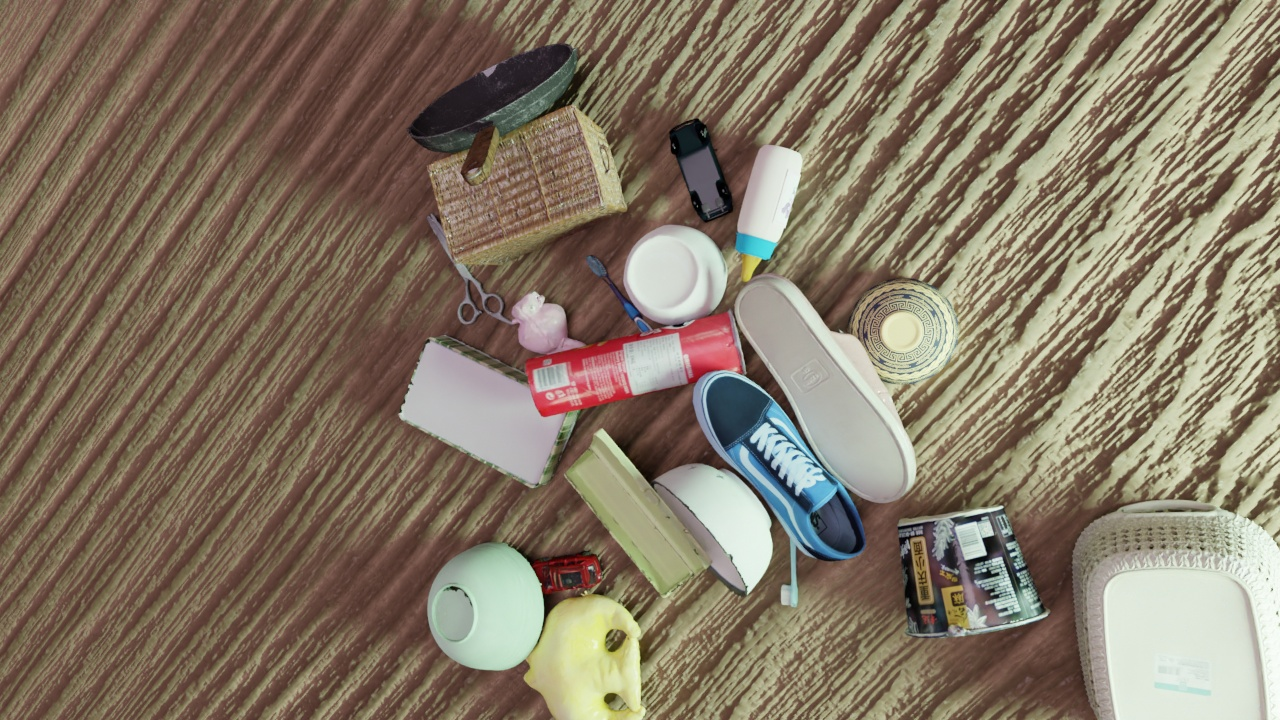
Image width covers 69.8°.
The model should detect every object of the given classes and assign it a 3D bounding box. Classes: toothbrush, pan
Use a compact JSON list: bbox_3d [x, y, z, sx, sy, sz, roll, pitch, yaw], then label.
[{"bbox_3d":[0.165,0.182,1.009,0.017,0.016,0.180,2,93,25],"label":"toothbrush"},{"bbox_3d":[-0.154,-0.245,0.949,0.208,0.356,0.040,-22,123,10],"label":"pan"},{"bbox_3d":[-0.005,-0.048,1.050,0.016,0.017,0.189,-40,81,13],"label":"toothbrush"}]

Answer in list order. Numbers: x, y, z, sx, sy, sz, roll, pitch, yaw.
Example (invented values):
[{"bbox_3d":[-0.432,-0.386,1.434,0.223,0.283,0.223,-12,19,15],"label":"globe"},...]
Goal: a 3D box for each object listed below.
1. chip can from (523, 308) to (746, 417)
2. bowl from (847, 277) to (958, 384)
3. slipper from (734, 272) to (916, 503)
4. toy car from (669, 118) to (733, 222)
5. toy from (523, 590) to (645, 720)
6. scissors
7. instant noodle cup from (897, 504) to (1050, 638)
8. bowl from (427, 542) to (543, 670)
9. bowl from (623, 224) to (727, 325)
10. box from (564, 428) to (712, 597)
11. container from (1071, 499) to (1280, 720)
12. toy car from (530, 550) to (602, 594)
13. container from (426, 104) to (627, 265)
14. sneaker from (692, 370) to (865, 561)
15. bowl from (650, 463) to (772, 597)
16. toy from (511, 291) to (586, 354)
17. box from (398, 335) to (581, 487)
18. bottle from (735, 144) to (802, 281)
[{"bbox_3d":[-0.006,0.006,1.000,0.233,0.073,0.073,-13,88,6],"label":"chip can"},{"bbox_3d":[0.269,-0.030,0.945,0.112,0.061,0.112,1,92,17],"label":"bowl"},{"bbox_3d":[0.197,0.025,0.953,0.114,0.054,0.274,-31,93,48],"label":"slipper"},{"bbox_3d":[0.067,-0.209,1.012,0.046,0.034,0.112,-21,87,17],"label":"toy car"},{"bbox_3d":[-0.066,0.353,1.059,0.155,0.064,0.170,-6,84,24],"label":"toy"},{"bbox_3d":[-0.206,-0.110,1.110,0.095,0.014,0.170,-10,93,19],"label":"scissors"},{"bbox_3d":[0.320,0.205,0.910,0.137,0.137,0.112,-13,79,17],"label":"instant noodle cup"},{"bbox_3d":[-0.194,0.291,1.073,0.151,0.077,0.151,-4,82,31],"label":"bowl"},{"bbox_3d":[0.033,-0.095,1.011,0.116,0.065,0.116,1,92,16],"label":"bowl"},{"bbox_3d":[-0.001,0.167,1.019,0.043,0.141,0.187,-35,78,-30],"label":"box"},{"bbox_3d":[0.499,0.263,0.846,0.185,0.142,0.246,-8,90,30],"label":"container"},{"bbox_3d":[-0.090,0.252,1.081,0.091,0.036,0.042,-12,90,22],"label":"toy car"},{"bbox_3d":[-0.122,-0.189,1.029,0.199,0.112,0.113,-18,87,17],"label":"container"},{"bbox_3d":[0.153,0.104,0.939,0.083,0.098,0.241,-40,98,-21],"label":"sneaker"},{"bbox_3d":[0.085,0.168,0.975,0.072,0.154,0.153,-38,80,-14],"label":"bowl"},{"bbox_3d":[-0.105,-0.028,1.067,0.064,0.047,0.110,-34,94,18],"label":"toy"},{"bbox_3d":[-0.181,0.059,1.093,0.205,0.049,0.118,24,101,15],"label":"box"},{"bbox_3d":[0.133,-0.155,0.987,0.051,0.051,0.146,17,97,15],"label":"bottle"}]
